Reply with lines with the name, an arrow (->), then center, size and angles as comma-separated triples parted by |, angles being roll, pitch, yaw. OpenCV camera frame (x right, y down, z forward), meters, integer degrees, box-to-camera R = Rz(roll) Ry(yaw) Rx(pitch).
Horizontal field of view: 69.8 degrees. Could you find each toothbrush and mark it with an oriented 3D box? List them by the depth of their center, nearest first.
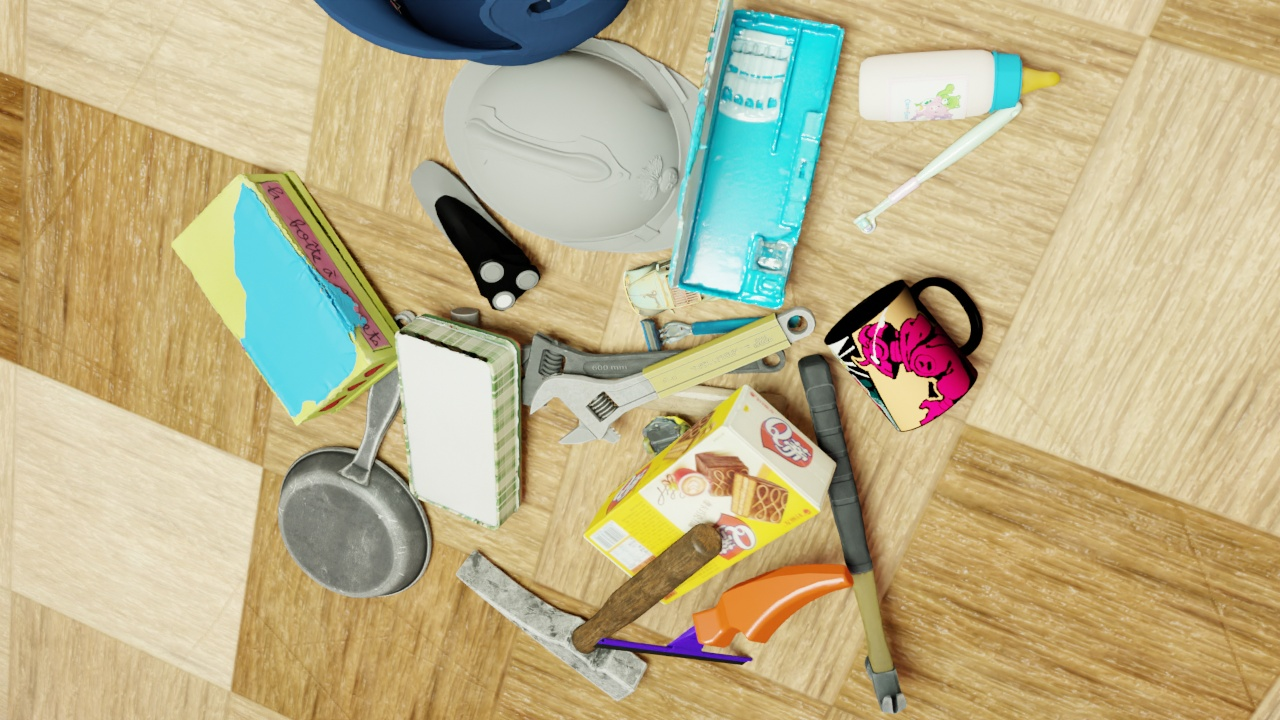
toothbrush -> 0.240, -0.156, 0.744 | 0.155, 0.015, 0.022 | -39, 129, 24

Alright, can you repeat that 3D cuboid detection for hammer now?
hammer -> 0.190, 0.159, 0.821 | 0.025, 0.117, 0.333 | -13, 98, 7
hammer -> -0.039, 0.205, 0.867 | 0.217, 0.036, 0.302 | 37, 136, -1
hammer -> -0.028, 0.025, 0.879 | 0.331, 0.030, 0.119 | 7, 110, 11

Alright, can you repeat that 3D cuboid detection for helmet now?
helmet -> -0.121, -0.327, 0.671 | 0.272, 0.223, 0.232 | -12, 90, -11
helmet -> -0.059, -0.173, 0.766 | 0.271, 0.117, 0.184 | 18, 112, 7

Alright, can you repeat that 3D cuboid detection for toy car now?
toy car -> 0.036, -0.068, 0.813 | 0.112, 0.047, 0.047 | -14, 105, 18
toy car -> 0.041, 0.094, 0.869 | 0.049, 0.030, 0.107 | -16, 117, 32

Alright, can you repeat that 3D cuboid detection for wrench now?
wrench -> 0.026, 0.010, 0.819 | 0.274, 0.018, 0.083 | -24, 106, 18
wrench -> -0.005, 0.005, 0.842 | 0.273, 0.018, 0.073 | -3, 111, 12

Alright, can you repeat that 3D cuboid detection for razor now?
razor -> 0.073, -0.029, 0.829 | 0.144, 0.022, 0.042 | -6, 120, 17
razor -> -0.158, -0.121, 0.850 | 0.057, 0.060, 0.156 | -40, 74, 12

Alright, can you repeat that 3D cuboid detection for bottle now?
bottle -> 0.243, -0.212, 0.705 | 0.146, 0.051, 0.051 | 1, 108, 15

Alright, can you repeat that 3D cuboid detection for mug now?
mug -> 0.230, -0.016, 0.766 | 0.118, 0.082, 0.098 | -41, 94, -4

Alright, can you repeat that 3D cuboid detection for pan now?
pan -> -0.291, 0.111, 0.970 | 0.187, 0.055, 0.358 | 24, 117, 8

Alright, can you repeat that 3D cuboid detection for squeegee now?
squeegee -> 0.103, 0.222, 0.817 | 0.185, 0.249, 0.055 | -29, 57, 26

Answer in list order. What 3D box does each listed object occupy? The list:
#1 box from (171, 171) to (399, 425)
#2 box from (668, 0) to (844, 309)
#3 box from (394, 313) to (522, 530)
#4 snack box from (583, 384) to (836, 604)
box -> -0.336, -0.060, 0.892 | 0.125, 0.080, 0.221 | -37, 90, 22
box -> 0.086, -0.157, 0.705 | 0.098, 0.121, 0.227 | 13, 98, 9
box -> -0.172, 0.060, 0.884 | 0.118, 0.049, 0.206 | 17, 124, 23
snack box -> 0.056, 0.128, 0.822 | 0.110, 0.061, 0.231 | 41, 133, -5
